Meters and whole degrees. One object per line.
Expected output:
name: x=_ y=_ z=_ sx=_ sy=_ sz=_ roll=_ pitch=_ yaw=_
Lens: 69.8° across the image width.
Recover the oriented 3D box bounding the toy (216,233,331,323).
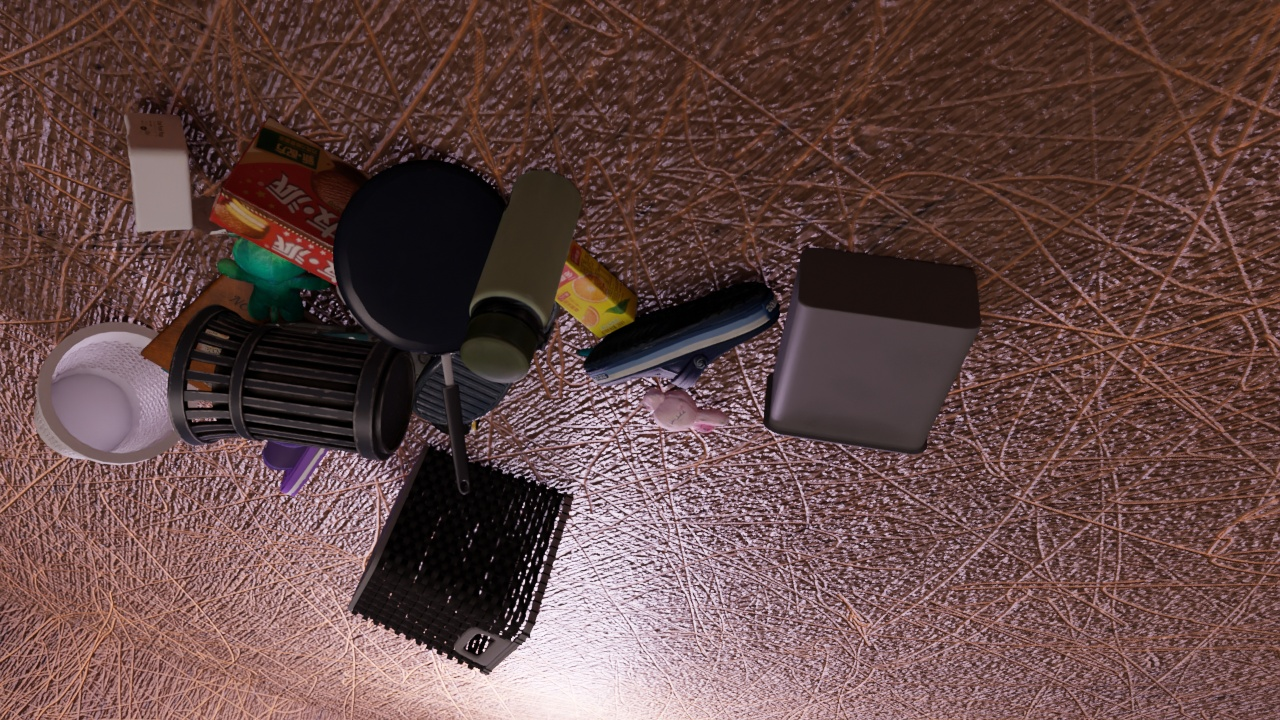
toy: x=-0.435 y=-0.099 z=1.088 sx=0.130 sy=0.072 sz=0.194 roll=3 pitch=148 yaw=-17

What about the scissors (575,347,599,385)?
scissors: x=-0.012 y=0.004 z=1.157 sx=0.156 sy=0.019 sz=0.125 roll=17 pitch=143 yaw=-5

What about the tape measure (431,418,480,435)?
tape measure: x=-0.262 y=0.076 z=1.296 sx=0.071 sy=0.042 sz=0.072 roll=5 pitch=144 yaw=4

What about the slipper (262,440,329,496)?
slipper: x=-0.487 y=0.093 z=1.325 sx=0.084 sy=0.107 sz=0.267 roll=28 pitch=133 yaw=-23

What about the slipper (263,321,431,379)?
slipper: x=-0.405 y=-0.004 z=1.172 sx=0.269 sy=0.054 sz=0.098 roll=-6 pitch=103 yaw=-1

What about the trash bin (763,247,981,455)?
trash bin: x=0.248 y=-0.005 z=1.015 sx=0.192 sy=0.097 sz=0.220 roll=8 pitch=141 yaw=4

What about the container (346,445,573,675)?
container: x=-0.284 y=0.307 z=1.435 sx=0.243 sy=0.244 sz=0.248 roll=25 pitch=140 yaw=-11

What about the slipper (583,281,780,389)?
slipper: x=0.047 y=-0.010 z=1.045 sx=0.253 sy=0.104 sz=0.095 roll=-20 pitch=113 yaw=30

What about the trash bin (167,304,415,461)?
trash bin: x=-0.390 y=0.033 z=1.061 sx=0.227 sy=0.163 sz=0.165 roll=8 pitch=142 yaw=3

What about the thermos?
thermos: x=-0.113 y=-0.083 z=0.901 sx=0.082 sy=0.230 sz=0.082 roll=7 pitch=141 yaw=5

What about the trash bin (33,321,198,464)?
trash bin: x=-0.770 y=0.063 z=1.313 sx=0.200 sy=0.195 sz=0.195 roll=-17 pitch=135 yaw=45

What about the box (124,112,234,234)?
box: x=-0.463 y=-0.185 z=0.971 sx=0.136 sy=0.108 sz=0.129 roll=-5 pitch=127 yaw=-26

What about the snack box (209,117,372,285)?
snack box: x=-0.315 y=-0.144 z=0.973 sx=0.236 sy=0.113 sz=0.060 roll=29 pitch=139 yaw=-21

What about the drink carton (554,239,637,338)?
drink carton: x=-0.068 y=-0.087 z=1.039 sx=0.059 sy=0.042 sz=0.134 roll=-25 pitch=130 yaw=34

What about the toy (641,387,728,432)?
toy: x=0.056 y=0.070 z=1.200 sx=0.110 sy=0.047 sz=0.064 roll=16 pitch=151 yaw=-11

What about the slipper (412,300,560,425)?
slipper: x=-0.187 y=-0.022 z=1.132 sx=0.101 sy=0.082 sz=0.264 roll=31 pitch=119 yaw=-25

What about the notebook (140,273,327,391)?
notebook: x=-0.539 y=-0.014 z=1.241 sx=0.250 sy=0.014 sz=0.178 roll=-31 pitch=126 yaw=29

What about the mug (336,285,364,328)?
mug: x=-0.299 y=-0.087 z=1.060 sx=0.105 sy=0.089 sz=0.074 roll=8 pitch=142 yaw=5

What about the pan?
pan: x=-0.206 y=-0.028 z=0.960 sx=0.198 sy=0.356 sz=0.021 roll=-12 pitch=-166 yaw=-28
